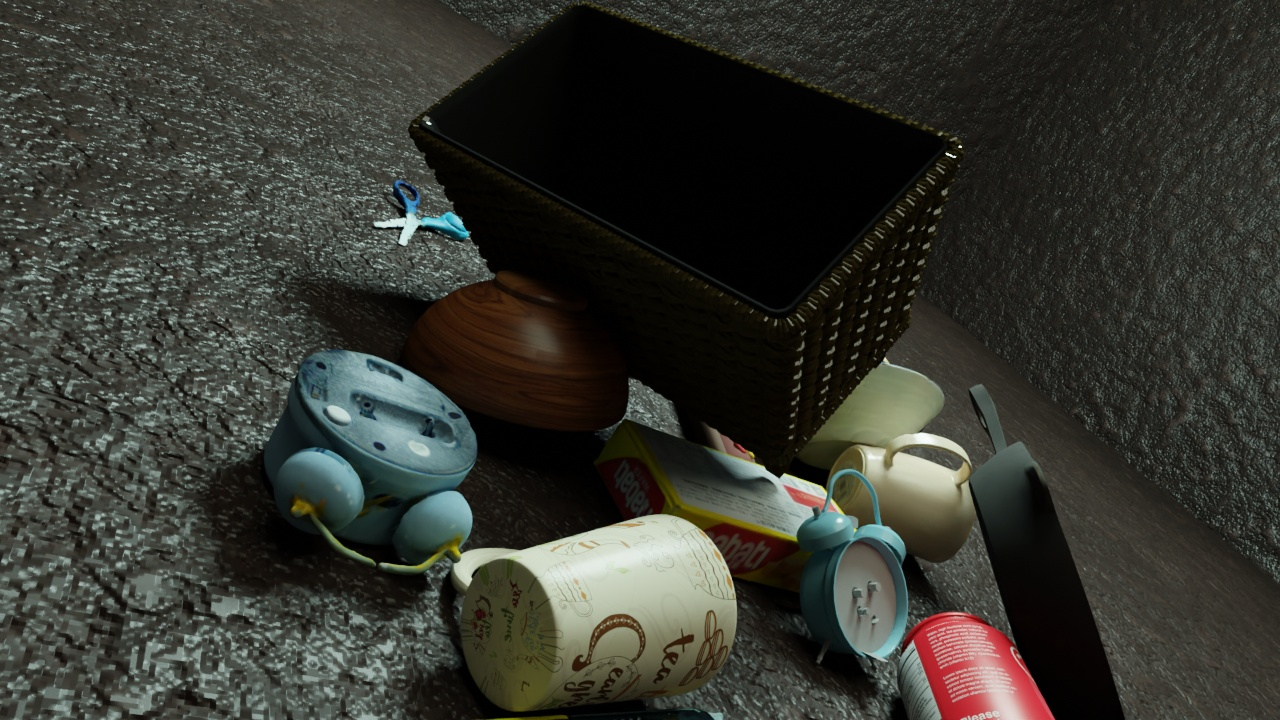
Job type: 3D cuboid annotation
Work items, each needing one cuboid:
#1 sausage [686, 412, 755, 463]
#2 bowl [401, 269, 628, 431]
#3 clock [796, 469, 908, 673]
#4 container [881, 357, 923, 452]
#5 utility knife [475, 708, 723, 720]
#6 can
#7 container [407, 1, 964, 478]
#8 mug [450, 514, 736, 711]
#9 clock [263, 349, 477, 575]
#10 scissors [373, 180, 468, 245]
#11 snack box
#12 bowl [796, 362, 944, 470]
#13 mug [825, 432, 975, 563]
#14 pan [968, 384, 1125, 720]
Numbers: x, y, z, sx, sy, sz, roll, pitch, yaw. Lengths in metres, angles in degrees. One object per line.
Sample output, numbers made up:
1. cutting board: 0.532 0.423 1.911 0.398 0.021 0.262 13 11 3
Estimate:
1. sausage: 0.062 0.055 0.741 0.040 0.040 0.155 28 19 -19
2. bowl: -0.071 -0.018 0.582 0.147 0.069 0.147 16 15 -5
3. clock: 0.136 0.129 0.577 0.087 0.042 0.123 21 65 -36
4. container: 0.198 0.020 0.993 0.187 0.071 0.145 25 29 -28
5. utility knife: -0.016 0.155 0.371 0.171 0.020 0.029 17 26 -46
6. can: 0.190 0.206 0.507 0.074 0.074 0.142 32 18 -7
7. container: 0.029 -0.080 0.648 0.321 0.176 0.205 32 -26 30
8. mug: -0.035 0.104 0.404 0.122 0.081 0.097 19 9 41
9. clock: -0.121 0.048 0.413 0.088 0.052 0.124 24 21 -33
10. scissors: -0.207 -0.128 0.795 0.086 0.016 0.134 40 22 4
11. snack box: 0.070 0.105 0.618 0.200 0.042 0.092 22 21 -35
12. bowl: 0.186 0.061 0.840 0.176 0.177 0.057 23 61 -31
13. mug: 0.224 0.107 0.776 0.104 0.112 0.085 20 35 -13
14. pan: 0.278 0.135 0.681 0.355 0.043 0.249 -83 152 -55
